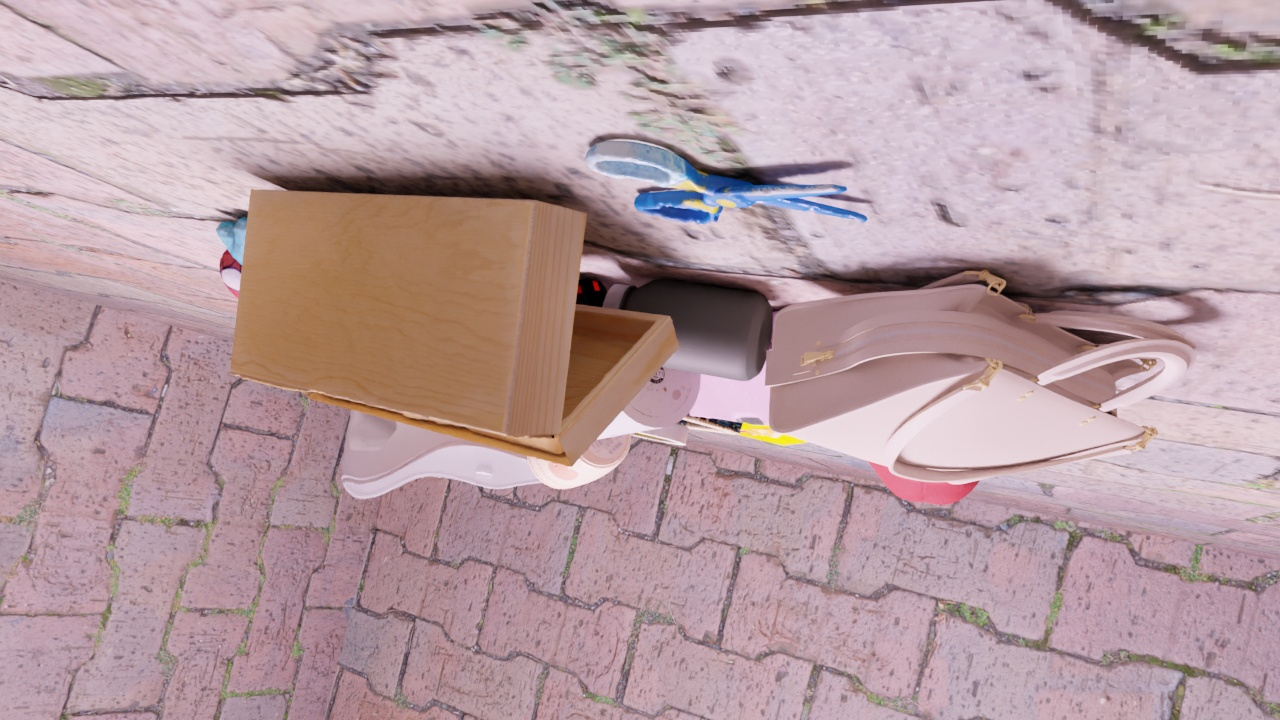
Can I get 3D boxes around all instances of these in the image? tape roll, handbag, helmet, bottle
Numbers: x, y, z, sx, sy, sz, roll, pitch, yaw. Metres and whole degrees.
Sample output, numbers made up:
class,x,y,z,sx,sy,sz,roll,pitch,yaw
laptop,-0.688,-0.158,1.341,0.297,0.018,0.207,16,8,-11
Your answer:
class,x,y,z,sx,sy,sz,roll,pitch,yaw
tape roll,0.004,0.070,0.966,0.094,0.019,0.094,13,173,1
handbag,0.204,0.010,0.516,0.194,0.101,0.198,17,159,-34
helmet,-0.178,0.088,1.019,0.282,0.183,0.224,16,166,-10
bottle,0.031,-0.023,0.618,0.108,0.060,0.060,10,173,18

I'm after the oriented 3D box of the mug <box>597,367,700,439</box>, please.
class,x,y,z,sx,sy,sz,roll,pitch,yaw
mug,-0.004,0.004,0.716,0.083,0.119,0.097,53,149,-13

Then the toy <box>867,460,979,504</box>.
class,x,y,z,sx,sy,sz,roll,pitch,yaw
toy,0.283,0.086,0.911,0.147,0.098,0.216,18,170,18

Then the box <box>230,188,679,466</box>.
class,x,y,z,sx,sy,sz,roll,pitch,yaw
box,-0.129,-0.019,0.576,0.249,0.141,0.179,10,163,35

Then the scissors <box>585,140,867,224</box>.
class,x,y,z,sx,sy,sz,roll,pitch,yaw
scissors,0.034,-0.077,0.397,0.131,0.018,0.109,7,174,45

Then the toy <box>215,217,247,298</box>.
class,x,y,z,sx,sy,sz,roll,pitch,yaw
toy,-0.311,-0.080,0.777,0.092,0.062,0.133,7,163,-13

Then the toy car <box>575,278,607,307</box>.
class,x,y,z,sx,sy,sz,roll,pitch,yaw
toy car,-0.046,-0.040,0.705,0.036,0.042,0.092,-12,-177,-21

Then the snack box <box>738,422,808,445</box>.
class,x,y,z,sx,sy,sz,roll,pitch,yaw
snack box,0.148,0.059,0.981,0.092,0.042,0.201,14,170,-9

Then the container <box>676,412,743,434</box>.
class,x,y,z,sx,sy,sz,roll,pitch,yaw
container,-0.001,0.018,0.944,0.187,0.071,0.145,17,171,-32

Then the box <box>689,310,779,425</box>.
class,x,y,z,sx,sy,sz,roll,pitch,yaw
box,0.080,0.013,0.731,0.099,0.080,0.233,15,173,-27

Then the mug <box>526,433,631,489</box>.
class,x,y,z,sx,sy,sz,roll,pitch,yaw
mug,-0.068,0.069,0.889,0.111,0.085,0.104,44,155,-11
